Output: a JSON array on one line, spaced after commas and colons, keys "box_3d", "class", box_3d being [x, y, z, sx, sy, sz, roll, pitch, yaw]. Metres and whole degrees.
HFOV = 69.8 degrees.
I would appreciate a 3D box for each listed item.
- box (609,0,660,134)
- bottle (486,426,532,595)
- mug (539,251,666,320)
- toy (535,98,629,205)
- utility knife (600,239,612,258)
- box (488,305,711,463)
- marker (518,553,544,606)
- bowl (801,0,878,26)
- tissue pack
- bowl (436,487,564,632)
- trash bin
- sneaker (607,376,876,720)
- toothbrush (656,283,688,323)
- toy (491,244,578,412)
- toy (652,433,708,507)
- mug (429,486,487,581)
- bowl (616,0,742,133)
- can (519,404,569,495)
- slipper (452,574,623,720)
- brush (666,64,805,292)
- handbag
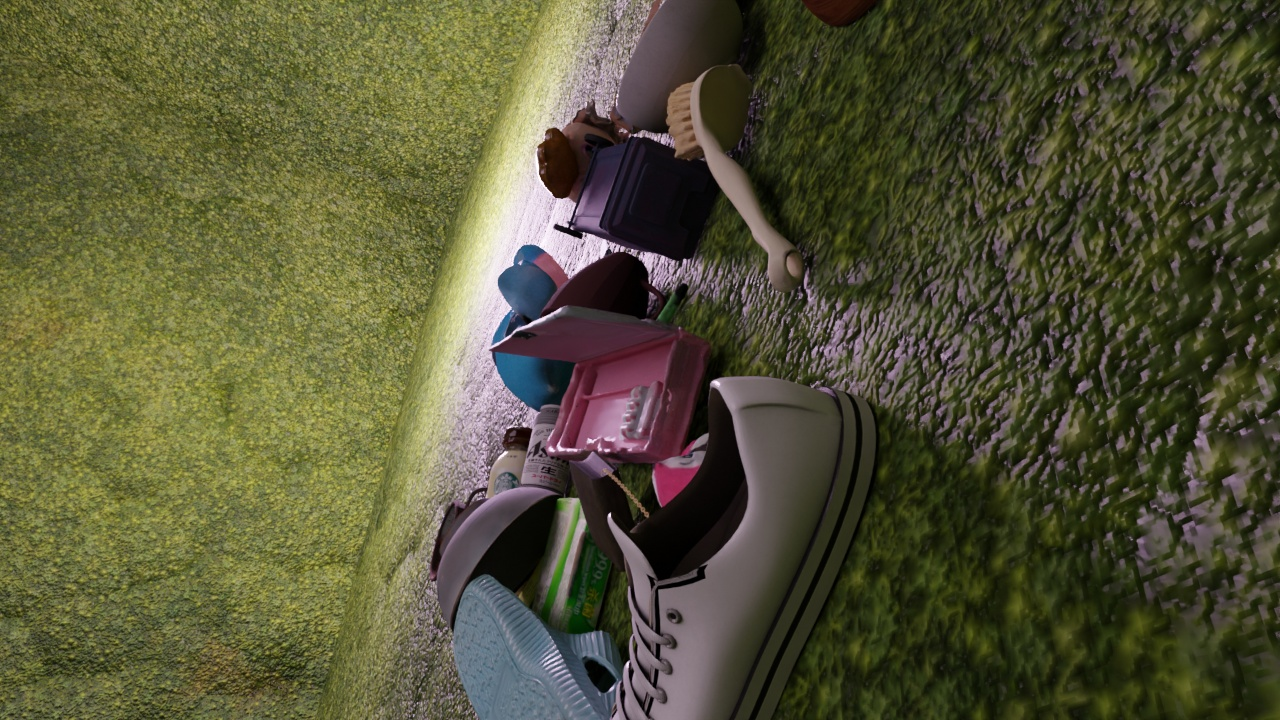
[{"box_3d": [0.043, -0.337, 0.892, 0.217, 0.063, 0.156, 119, 172, -45], "class": "box"}, {"box_3d": [-0.127, 0.148, 0.912, 0.057, 0.056, 0.161, 145, 136, -62], "class": "bottle"}, {"box_3d": [-0.020, -0.050, 0.802, 0.114, 0.087, 0.088, 6, 56, 41], "class": "mug"}, {"box_3d": [-0.049, -0.198, 0.923, 0.076, 0.133, 0.175, -16, 6, 26], "class": "toy"}, {"box_3d": [-0.031, -0.078, 0.931, 0.029, 0.020, 0.197, -60, 22, 28], "class": "utility knife"}, {"box_3d": [-0.053, 0.019, 0.699, 0.233, 0.115, 0.099, -12, 60, 68], "class": "box"}, {"box_3d": [-0.099, 0.208, 0.855, 0.014, 0.014, 0.133, -95, 29, -52], "class": "marker"}, {"box_3d": [0.131, -0.301, 0.591, 0.147, 0.069, 0.147, -162, 91, -72], "class": "bowl"}, {"box_3d": [-0.052, 0.164, 0.729, 0.100, 0.034, 0.114, 170, 116, -69], "class": "tissue pack"}, {"box_3d": [-0.132, 0.163, 0.802, 0.150, 0.057, 0.151, -47, -20, -23], "class": "bowl"}, {"box_3d": [-0.006, -0.142, 0.802, 0.094, 0.092, 0.161, -70, 19, 3], "class": "trash bin"}, {"box_3d": [0.021, 0.116, 0.454, 0.091, 0.097, 0.246, -117, 49, -66], "class": "sneaker"}, {"box_3d": [-0.005, 0.005, 0.781, 0.188, 0.014, 0.017, -59, 14, 34], "class": "toothbrush"}, {"box_3d": [-0.104, -0.019, 0.979, 0.191, 0.099, 0.224, -94, 1, -54], "class": "toy"}, {"box_3d": [0.028, 0.079, 0.560, 0.102, 0.050, 0.065, -119, 45, -73], "class": "toy"}, {"box_3d": [-0.163, 0.186, 0.958, 0.085, 0.081, 0.111, -125, 55, -68], "class": "mug"}, {"box_3d": [0.042, -0.253, 0.786, 0.131, 0.064, 0.132, -56, -4, -6], "class": "bowl"}, {"box_3d": [-0.089, 0.099, 0.887, 0.044, 0.044, 0.106, 142, 143, -60], "class": "can"}, {"box_3d": [-0.062, 0.236, 0.630, 0.276, 0.069, 0.116, 30, 105, 58], "class": "slipper"}, {"box_3d": [0.067, -0.130, 0.642, 0.077, 0.062, 0.271, -44, 33, 25], "class": "brush"}, {"box_3d": [0.000, 0.115, 0.597, 0.178, 0.027, 0.084, 24, 132, 67], "class": "handbag"}]
